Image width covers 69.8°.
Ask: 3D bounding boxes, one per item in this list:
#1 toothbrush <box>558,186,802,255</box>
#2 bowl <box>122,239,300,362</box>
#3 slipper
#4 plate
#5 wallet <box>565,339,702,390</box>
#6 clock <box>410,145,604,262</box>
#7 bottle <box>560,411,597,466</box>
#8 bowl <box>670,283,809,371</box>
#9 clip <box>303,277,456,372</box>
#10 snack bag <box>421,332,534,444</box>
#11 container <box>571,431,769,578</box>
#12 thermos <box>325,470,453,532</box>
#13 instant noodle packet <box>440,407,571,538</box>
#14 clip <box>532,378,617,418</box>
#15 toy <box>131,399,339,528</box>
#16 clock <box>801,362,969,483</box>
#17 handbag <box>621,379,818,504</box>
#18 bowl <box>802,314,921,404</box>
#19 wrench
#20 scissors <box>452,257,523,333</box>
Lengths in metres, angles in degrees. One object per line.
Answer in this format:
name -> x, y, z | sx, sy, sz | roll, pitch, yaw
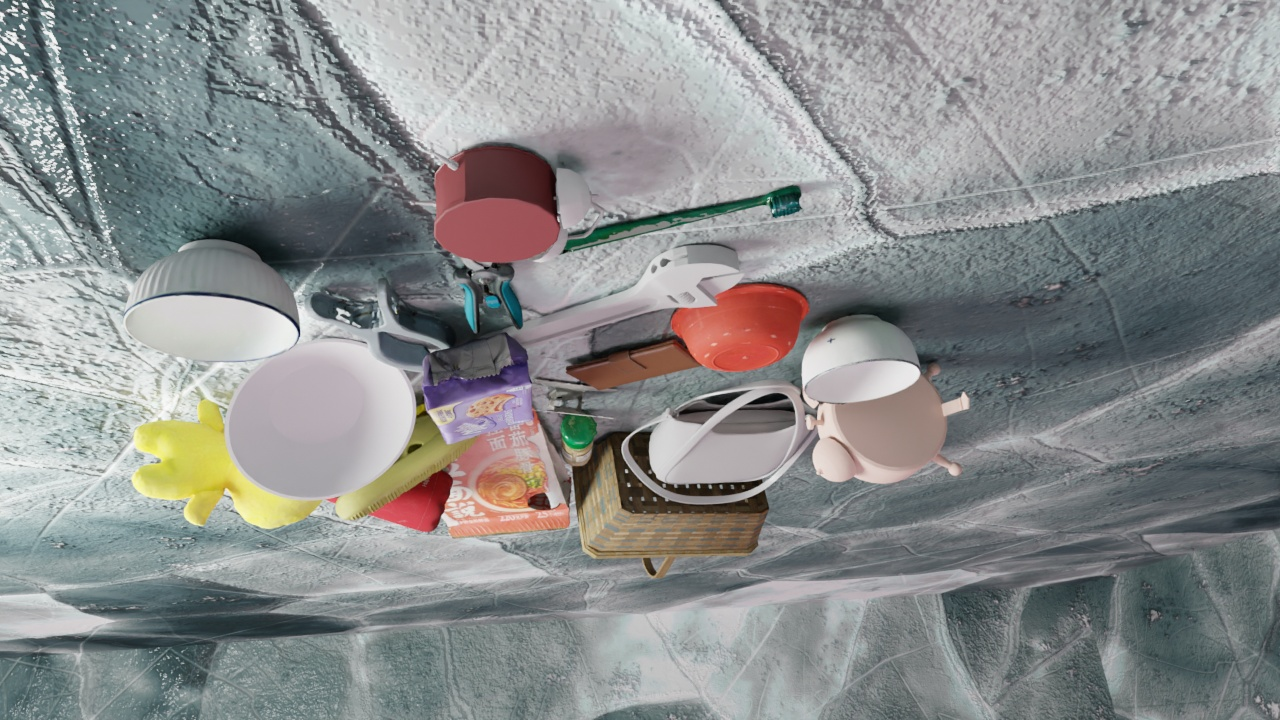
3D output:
toothbrush -> 0.027, -0.102, 0.689 | 0.190, 0.017, 0.016 | -10, 157, 11
bowl -> -0.313, -0.049, 0.679 | 0.118, 0.062, 0.118 | -5, 158, -2
slipper -> -0.253, 0.095, 0.987 | 0.190, 0.081, 0.092 | -36, 172, -14
plate -> -0.307, 0.050, 0.882 | 0.173, 0.036, 0.174 | -14, 122, -24
wallet -> -0.006, 0.006, 0.946 | 0.121, 0.013, 0.087 | -14, 161, 20
clock -> -0.087, -0.103, 0.623 | 0.124, 0.044, 0.087 | 5, 155, -24
bottle -> -0.076, 0.097, 1.116 | 0.043, 0.043, 0.111 | -3, 158, -6
bowl -> 0.095, -0.023, 0.858 | 0.130, 0.045, 0.131 | -5, 158, -2
clip -> -0.229, -0.024, 0.805 | 0.106, 0.027, 0.163 | -10, 157, 10
snack bag -> -0.151, 0.029, 0.864 | 0.096, 0.058, 0.206 | -16, 168, -11
container -> 0.033, 0.195, 1.234 | 0.249, 0.157, 0.187 | 3, 145, -21
thermos -> -0.336, 0.126, 1.036 | 0.239, 0.073, 0.073 | 21, 150, -14
instant noodle packet -> -0.184, 0.122, 1.120 | 0.164, 0.083, 0.221 | -5, 139, 6
clip -> -0.078, 0.041, 1.007 | 0.102, 0.054, 0.058 | 9, 119, -31
toy -> -0.395, 0.102, 0.926 | 0.207, 0.133, 0.092 | 3, 163, -26
clock -> 0.260, 0.061, 0.985 | 0.160, 0.131, 0.086 | -4, 158, -2
handbag -> 0.104, 0.084, 1.066 | 0.215, 0.095, 0.223 | 0, 152, -18
bowl -> 0.214, -0.005, 0.904 | 0.113, 0.063, 0.113 | -4, 158, -2
wrench -> -0.038, -0.046, 0.810 | 0.274, 0.018, 0.086 | -15, 156, 24
scissors -> -0.123, -0.057, 0.761 | 0.131, 0.019, 0.149 | -27, 148, 37
